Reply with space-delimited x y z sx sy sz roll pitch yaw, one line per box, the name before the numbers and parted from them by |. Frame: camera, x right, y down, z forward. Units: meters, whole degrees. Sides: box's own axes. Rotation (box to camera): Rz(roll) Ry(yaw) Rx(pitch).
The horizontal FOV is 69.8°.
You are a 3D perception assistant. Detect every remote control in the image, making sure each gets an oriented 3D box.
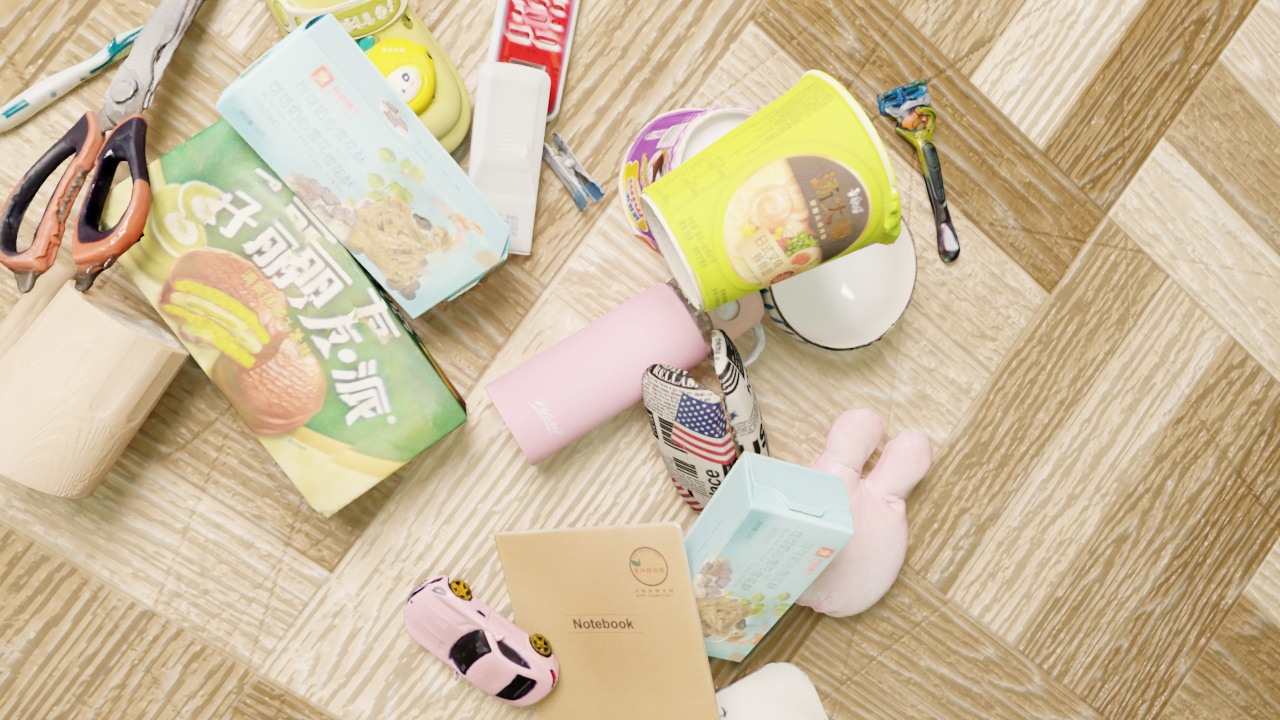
remote control | -0.091 -0.136 0.621 0.049 0.024 0.125 5 109 -13
remote control | -0.072 -0.235 0.629 0.056 0.020 0.136 11 93 -13

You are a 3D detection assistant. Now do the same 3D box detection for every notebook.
notebook | -0.019 0.216 0.647 0.148 0.008 0.208 -8 99 25

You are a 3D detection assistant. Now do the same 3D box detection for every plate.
plate | 0.086 0.335 0.715 0.164 0.034 0.163 -24 100 -11

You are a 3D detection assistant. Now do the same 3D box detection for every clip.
clip | -0.050 -0.132 0.642 0.038 0.026 0.058 -36 96 -17

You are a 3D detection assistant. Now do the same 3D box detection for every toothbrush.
toothbrush | -0.330 -0.198 0.574 0.191 0.016 0.018 -37 92 -8

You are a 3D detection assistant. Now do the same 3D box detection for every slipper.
slipper | -0.182 -0.210 0.575 0.091 0.081 0.190 -32 99 -6

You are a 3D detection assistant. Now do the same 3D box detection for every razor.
razor | 0.223 -0.143 0.708 0.042 0.022 0.143 -21 100 -9

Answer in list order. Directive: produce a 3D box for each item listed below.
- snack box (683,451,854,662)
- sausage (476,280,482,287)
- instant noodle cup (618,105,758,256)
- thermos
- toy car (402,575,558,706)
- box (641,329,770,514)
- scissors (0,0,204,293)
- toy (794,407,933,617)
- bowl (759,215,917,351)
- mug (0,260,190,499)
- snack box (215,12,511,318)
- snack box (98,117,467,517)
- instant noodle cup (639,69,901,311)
snack box | 0.071 0.141 0.637 0.074 0.051 0.175 17 130 -14
sausage | -0.171 -0.104 0.617 0.165 0.021 0.021 40 85 -14
instant noodle cup | 0.050 -0.124 0.629 0.111 0.099 0.111 -2 96 -15
thermos | -0.004 0.004 0.646 0.198 0.067 0.087 -30 108 -10
toy car | -0.113 0.201 0.644 0.122 0.037 0.056 39 110 -13
box | 0.045 0.058 0.639 0.087 0.076 0.163 -15 133 3
scissors | -0.293 -0.140 0.537 0.208 0.015 0.185 -36 70 -7
toy | 0.159 0.117 0.699 0.121 0.054 0.159 25 96 -16
bowl | 0.134 -0.067 0.671 0.116 0.066 0.116 -1 95 -14
mug | -0.349 0.007 0.553 0.125 0.084 0.103 32 84 25
snack box | -0.162 -0.114 0.559 0.074 0.051 0.175 -30 117 20
snack box | -0.225 -0.028 0.589 0.114 0.063 0.240 -35 101 -6
instant noodle cup | 0.070 -0.089 0.537 0.123 0.111 0.112 -29 101 -1
